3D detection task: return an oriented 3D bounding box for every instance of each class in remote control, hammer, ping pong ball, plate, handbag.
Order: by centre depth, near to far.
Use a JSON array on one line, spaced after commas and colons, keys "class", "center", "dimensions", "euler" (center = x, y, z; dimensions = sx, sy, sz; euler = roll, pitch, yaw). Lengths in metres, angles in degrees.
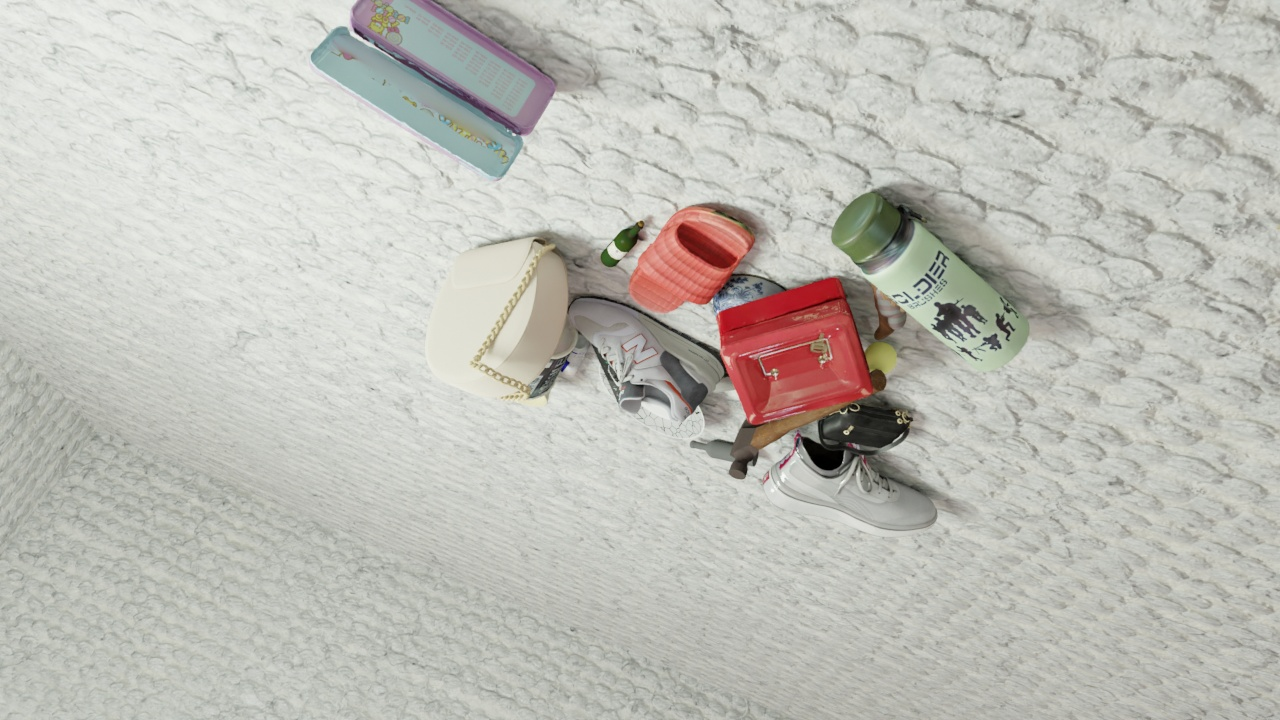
[{"class": "ping pong ball", "center": [0.292, -0.003, 1.118], "dimensions": [0.040, 0.040, 0.040], "euler": [19, 151, 11]}, {"class": "handbag", "center": [-0.198, -0.059, 1.219], "dimensions": [0.211, 0.208, 0.103], "euler": [-4, 158, 41]}, {"class": "hammer", "center": [0.215, 0.075, 1.225], "dimensions": [0.033, 0.115, 0.324], "euler": [31, 150, -12]}, {"class": "handbag", "center": [0.301, 0.086, 1.226], "dimensions": [0.128, 0.054, 0.079], "euler": [11, 149, -16]}, {"class": "remote control", "center": [0.094, 0.038, 1.360], "dimensions": [0.033, 0.013, 0.137], "euler": [43, 146, -26]}, {"class": "remote control", "center": [-0.037, 0.023, 1.397], "dimensions": [0.034, 0.013, 0.150], "euler": [17, 146, 33]}, {"class": "plate", "center": [0.019, 0.051, 1.411], "dimensions": [0.189, 0.016, 0.189], "euler": [27, 151, 17]}]

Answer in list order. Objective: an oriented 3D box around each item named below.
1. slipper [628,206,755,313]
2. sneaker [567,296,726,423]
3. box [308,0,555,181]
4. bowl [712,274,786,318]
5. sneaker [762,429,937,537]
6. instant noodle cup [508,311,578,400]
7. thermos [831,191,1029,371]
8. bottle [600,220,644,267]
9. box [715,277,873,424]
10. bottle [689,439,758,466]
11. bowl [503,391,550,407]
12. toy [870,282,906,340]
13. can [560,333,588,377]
[{"class": "slipper", "center": [0.047, -0.106, 1.115], "dimensions": [0.103, 0.059, 0.249], "euler": [31, 152, -13]}, {"class": "sneaker", "center": [-0.008, 0.007, 1.272], "dimensions": [0.240, 0.124, 0.089], "euler": [23, 151, 3]}, {"class": "box", "center": [-0.204, -0.282, 0.920], "dimensions": [0.214, 0.150, 0.035], "euler": [31, 149, -11]}, {"class": "bowl", "center": [0.137, -0.054, 1.145], "dimensions": [0.114, 0.045, 0.114], "euler": [18, 150, 11]}, {"class": "sneaker", "center": [0.322, 0.176, 1.353], "dimensions": [0.263, 0.096, 0.129], "euler": [15, 130, -2]}, {"class": "instant noodle cup", "center": [-0.159, -0.026, 1.338], "dimensions": [0.137, 0.137, 0.113], "euler": [32, 141, -14]}, {"class": "thermos", "center": [0.299, -0.084, 0.948], "dimensions": [0.231, 0.082, 0.083], "euler": [36, 149, -18]}, {"class": "bottle", "center": [-0.020, -0.146, 1.132], "dimensions": [0.025, 0.025, 0.106], "euler": [31, 150, -12]}, {"class": "box", "center": [0.180, -0.017, 1.083], "dimensions": [0.158, 0.110, 0.134], "euler": [-14, 127, 14]}, {"class": "bottle", "center": [0.134, 0.147, 1.492], "dimensions": [0.113, 0.030, 0.030], "euler": [10, 148, 24]}, {"class": "bowl", "center": [-0.200, 0.005, 1.456], "dimensions": [0.151, 0.075, 0.151], "euler": [22, 158, 9]}, {"class": "toy", "center": [0.279, -0.066, 1.025], "dimensions": [0.055, 0.041, 0.102], "euler": [27, 152, 47]}, {"class": "can", "center": [-0.103, -0.008, 1.413], "dimensions": [0.032, 0.032, 0.095], "euler": [25, 151, -2]}]
